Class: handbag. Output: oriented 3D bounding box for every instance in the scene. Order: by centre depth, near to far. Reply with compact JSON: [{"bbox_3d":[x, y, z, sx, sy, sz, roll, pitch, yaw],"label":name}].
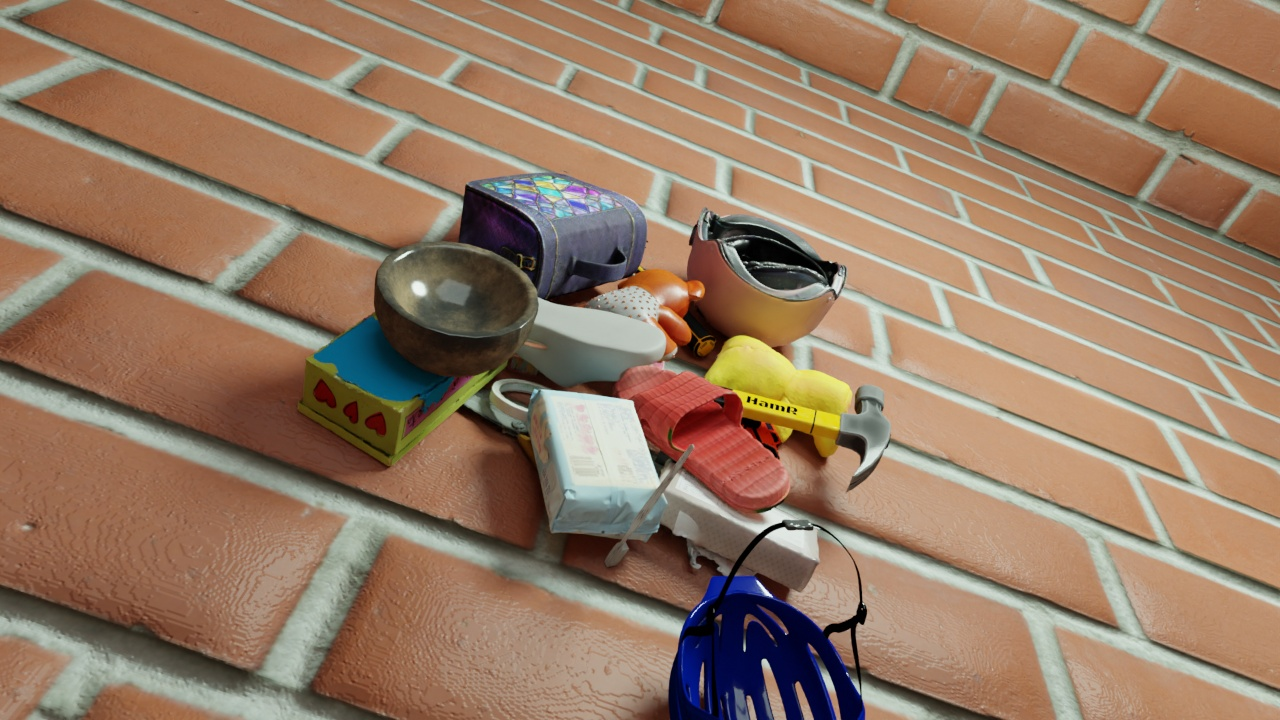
[{"bbox_3d":[-0.111,-0.160,1.225,0.222,0.126,0.204,29,30,30],"label":"handbag"}]

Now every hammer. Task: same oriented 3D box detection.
[{"bbox_3d":[0.135,0.059,1.088,0.324,0.034,0.169,14,38,5],"label":"hammer"},{"bbox_3d":[0.018,-0.111,1.350,0.123,0.036,0.320,-2,39,-36],"label":"hammer"}]

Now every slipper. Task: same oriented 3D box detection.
[{"bbox_3d":[0.065,0.067,0.998,0.103,0.059,0.249,-28,48,-28],"label":"slipper"},{"bbox_3d":[-0.098,-0.018,1.082,0.266,0.081,0.112,14,22,18],"label":"slipper"}]

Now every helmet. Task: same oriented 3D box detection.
[{"bbox_3d":[0.108,0.245,0.713,0.147,0.228,0.241,3,36,-14],"label":"helmet"},{"bbox_3d":[0.172,-0.113,1.336,0.230,0.153,0.254,15,31,-9],"label":"helmet"}]

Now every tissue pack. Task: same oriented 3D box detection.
[{"bbox_3d":[-0.050,0.102,0.935,0.112,0.070,0.181,7,36,-23],"label":"tissue pack"},{"bbox_3d":[0.092,0.179,0.961,0.181,0.071,0.103,28,18,3],"label":"tissue pack"}]

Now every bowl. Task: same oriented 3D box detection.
[{"bbox_3d":[-0.189,-0.047,0.929,0.162,0.070,0.162,13,37,-10],"label":"bowl"}]

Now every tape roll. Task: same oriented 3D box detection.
[{"bbox_3d":[-0.123,0.046,1.028,0.093,0.013,0.093,16,17,-6],"label":"tape roll"}]

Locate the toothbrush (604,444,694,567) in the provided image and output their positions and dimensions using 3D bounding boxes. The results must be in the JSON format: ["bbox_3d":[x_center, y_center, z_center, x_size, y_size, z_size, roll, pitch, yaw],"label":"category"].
[{"bbox_3d":[0.010,0.136,0.849,0.010,0.182,0.010,-2,47,-39],"label":"toothbrush"}]

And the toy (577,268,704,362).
[{"bbox_3d":[-0.001,-0.060,1.192,0.164,0.093,0.172,12,33,30],"label":"toy"}]

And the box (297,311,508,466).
[{"bbox_3d":[-0.240,0.003,0.970,0.124,0.082,0.220,26,38,9],"label":"box"}]

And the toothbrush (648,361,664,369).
[{"bbox_3d":[0.025,-0.004,1.217,0.021,0.016,0.134,22,35,-3],"label":"toothbrush"}]

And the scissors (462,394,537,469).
[{"bbox_3d":[-0.124,0.086,0.991,0.228,0.016,0.133,23,34,1],"label":"scissors"}]

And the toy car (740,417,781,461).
[{"bbox_3d":[0.143,0.105,1.098,0.048,0.051,0.100,6,37,-22],"label":"toy car"}]

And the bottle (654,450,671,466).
[{"bbox_3d":[0.073,0.127,1.042,0.113,0.030,0.030,27,33,5],"label":"bottle"}]

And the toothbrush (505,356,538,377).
[{"bbox_3d":[-0.209,-0.015,1.082,0.184,0.016,0.015,17,34,-9],"label":"toothbrush"}]

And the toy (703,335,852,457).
[{"bbox_3d":[0.183,0.039,1.190,0.194,0.088,0.134,29,37,6],"label":"toy"}]
